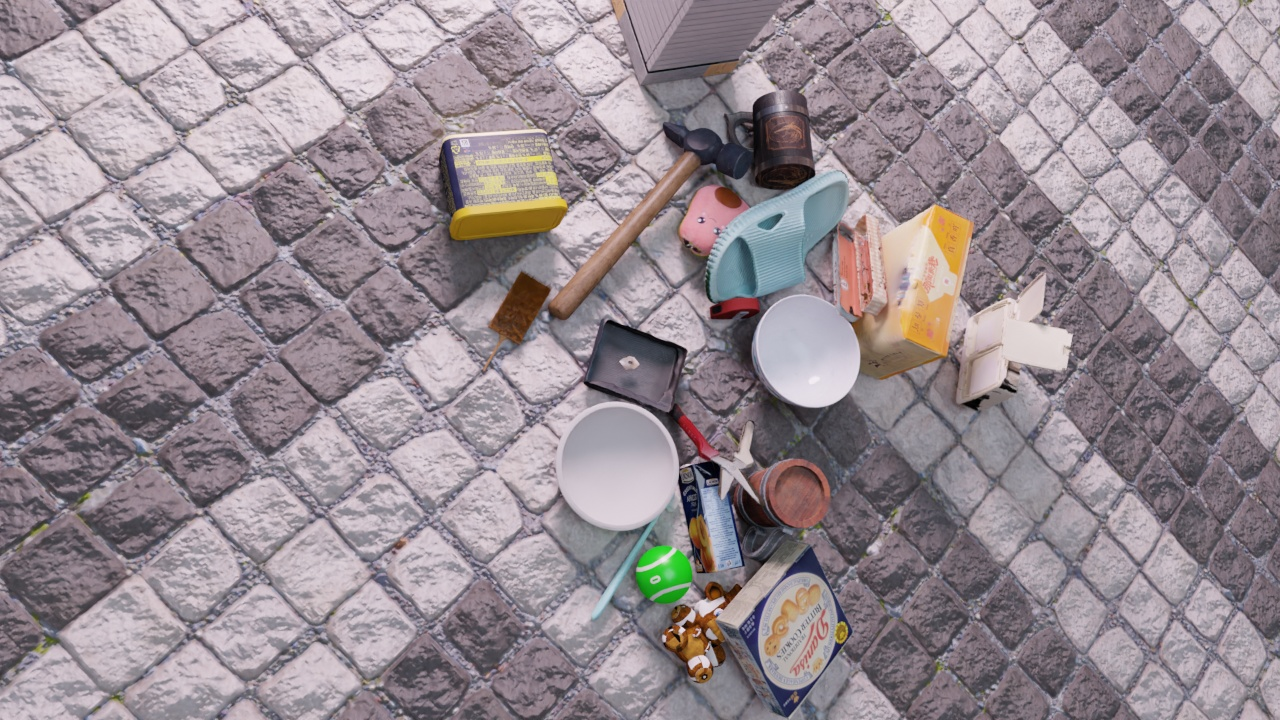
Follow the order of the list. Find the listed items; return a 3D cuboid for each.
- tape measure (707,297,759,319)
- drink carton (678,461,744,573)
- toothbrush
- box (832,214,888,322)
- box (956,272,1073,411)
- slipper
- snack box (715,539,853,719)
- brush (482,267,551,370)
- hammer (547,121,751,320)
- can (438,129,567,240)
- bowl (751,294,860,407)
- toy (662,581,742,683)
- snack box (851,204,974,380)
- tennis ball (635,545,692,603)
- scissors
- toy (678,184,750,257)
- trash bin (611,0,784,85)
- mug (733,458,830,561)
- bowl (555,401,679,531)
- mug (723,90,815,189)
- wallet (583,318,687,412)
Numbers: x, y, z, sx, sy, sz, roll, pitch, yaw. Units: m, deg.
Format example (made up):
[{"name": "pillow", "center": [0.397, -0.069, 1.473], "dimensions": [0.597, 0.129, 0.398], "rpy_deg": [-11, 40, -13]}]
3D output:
[{"name": "tape measure", "center": [0.122, -0.065, 1.171], "dimensions": [0.059, 0.051, 0.019], "rpy_deg": [-1, 78, -20]}, {"name": "drink carton", "center": [0.082, 0.185, 1.092], "dimensions": [0.040, 0.064, 0.130], "rpy_deg": [-7, 79, -20]}, {"name": "toothbrush", "center": [-0.006, 0.229, 1.079], "dimensions": [0.016, 0.016, 0.180], "rpy_deg": [42, 67, -15]}, {"name": "box", "center": [0.286, -0.128, 1.204], "dimensions": [0.067, 0.057, 0.186], "rpy_deg": [5, 45, 3]}, {"name": "box", "center": [0.478, -0.027, 1.214], "dimensions": [0.080, 0.181, 0.143], "rpy_deg": [21, 65, -12]}, {"name": "slipper", "center": [0.192, -0.160, 1.189], "dimensions": [0.275, 0.069, 0.116], "rpy_deg": [-34, 133, -26]}, {"name": "snack box", "center": [0.172, 0.311, 1.072], "dimensions": [0.144, 0.043, 0.145], "rpy_deg": [-40, 112, -31]}, {"name": "brush", "center": [-0.152, -0.047, 1.092], "dimensions": [0.048, 0.017, 0.126], "rpy_deg": [31, 70, -10]}, {"name": "hammer", "center": [-0.006, -0.174, 1.149], "dimensions": [0.129, 0.040, 0.321], "rpy_deg": [32, 73, 26]}, {"name": "can", "center": [-0.167, -0.211, 1.096], "dimensions": [0.135, 0.075, 0.104], "rpy_deg": [-9, 78, -21]}, {"name": "bowl", "center": [0.198, -0.004, 1.171], "dimensions": [0.143, 0.074, 0.143], "rpy_deg": [4, 76, -18]}, {"name": "toy", "center": [0.082, 0.308, 1.065], "dimensions": [0.112, 0.067, 0.087], "rpy_deg": [-39, 96, -10]}, {"name": "snack box", "center": [0.344, -0.089, 1.202], "dimensions": [0.080, 0.145, 0.195], "rpy_deg": [22, 71, -13]}, {"name": "tennis ball", "center": [0.027, 0.247, 1.059], "dimensions": [0.065, 0.065, 0.065], "rpy_deg": [4, 76, -18]}, {"name": "scissors", "center": [0.101, 0.104, 1.090], "dimensions": [0.198, 0.015, 0.178], "rpy_deg": [37, 30, 31]}, {"name": "toy", "center": [0.095, -0.176, 1.188], "dimensions": [0.090, 0.051, 0.109], "rpy_deg": [39, 67, -4]}, {"name": "trash bin", "center": [0.080, -0.478, 1.148], "dimensions": [0.142, 0.247, 0.142], "rpy_deg": [-15, 83, -22]}, {"name": "mug", "center": [0.159, 0.180, 1.094], "dimensions": [0.081, 0.111, 0.117], "rpy_deg": [23, 71, -13]}, {"name": "bowl", "center": [-0.032, 0.125, 1.079], "dimensions": [0.149, 0.043, 0.149], "rpy_deg": [4, 76, -18]}, {"name": "mug", "center": [0.173, -0.295, 1.237], "dimensions": [0.116, 0.080, 0.107], "rpy_deg": [-4, 76, 7]}, {"name": "wallet", "center": [-0.007, 0.006, 1.124], "dimensions": [0.115, 0.026, 0.089], "rpy_deg": [21, 71, -13]}]
